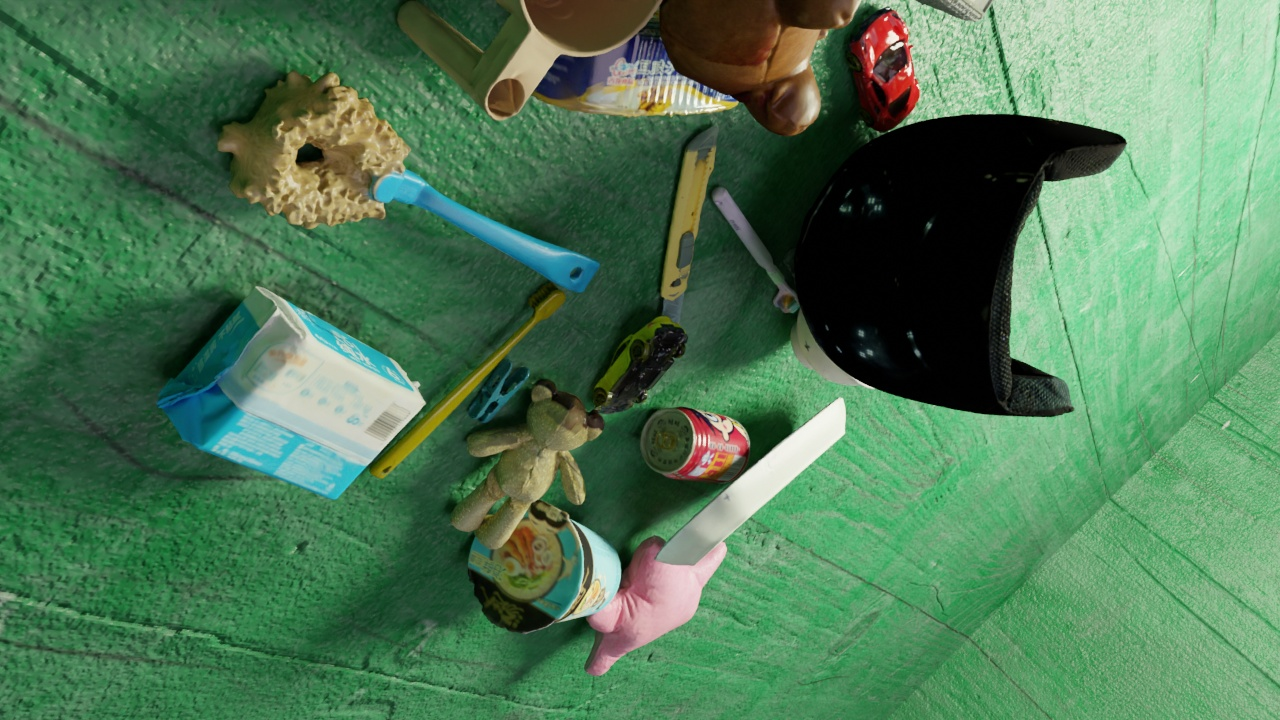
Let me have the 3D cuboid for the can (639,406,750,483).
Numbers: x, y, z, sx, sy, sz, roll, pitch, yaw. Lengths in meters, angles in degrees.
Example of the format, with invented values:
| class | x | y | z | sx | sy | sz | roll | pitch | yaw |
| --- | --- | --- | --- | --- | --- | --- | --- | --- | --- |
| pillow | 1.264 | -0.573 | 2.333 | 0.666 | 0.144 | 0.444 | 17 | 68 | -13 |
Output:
| class | x | y | z | sx | sy | sz | roll | pitch | yaw |
| --- | --- | --- | --- | --- | --- | --- | --- | --- | --- |
| can | 0.051 | 0.079 | 0.853 | 0.093 | 0.066 | 0.067 | 15 | 115 | -51 |

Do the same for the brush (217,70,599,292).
| class | x | y | z | sx | sy | sz | roll | pitch | yaw |
| --- | --- | --- | --- | --- | --- | --- | --- | --- | --- |
| brush | -0.114 | -0.086 | 0.530 | 0.254 | 0.046 | 0.083 | 21 | 107 | -46 |

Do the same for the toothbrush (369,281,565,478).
| class | x | y | z | sx | sy | sz | roll | pitch | yaw |
| --- | --- | --- | --- | --- | --- | --- | --- | --- | --- |
| toothbrush | -0.126 | 0.014 | 0.658 | 0.190 | 0.016 | 0.015 | -44 | 146 | 4 |

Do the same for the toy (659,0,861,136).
| class | x | y | z | sx | sy | sz | roll | pitch | yaw |
| --- | --- | --- | --- | --- | --- | --- | --- | --- | --- |
| toy | 0.081 | -0.230 | 0.476 | 0.130 | 0.199 | 0.140 | 8 | 156 | -3 |

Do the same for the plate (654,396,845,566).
| class | x | y | z | sx | sy | sz | roll | pitch | yaw |
| --- | --- | --- | --- | --- | --- | --- | --- | --- | --- |
| plate | 0.122 | 0.126 | 0.925 | 0.264 | 0.034 | 0.162 | -32 | 165 | -37 |

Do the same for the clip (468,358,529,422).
| class | x | y | z | sx | sy | sz | roll | pitch | yaw |
| --- | --- | --- | --- | --- | --- | --- | --- | --- | --- |
| clip | -0.107 | 0.024 | 0.687 | 0.056 | 0.014 | 0.040 | -50 | 144 | 11 |

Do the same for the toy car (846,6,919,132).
| class | x | y | z | sx | sy | sz | roll | pitch | yaw |
| --- | --- | --- | --- | --- | --- | --- | --- | --- | --- |
| toy car | 0.190 | -0.223 | 0.709 | 0.049 | 0.031 | 0.106 | -42 | 143 | -4 |

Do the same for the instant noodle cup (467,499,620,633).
| class | x | y | z | sx | sy | sz | roll | pitch | yaw |
| --- | --- | --- | --- | --- | --- | --- | --- | --- | --- |
| instant noodle cup | -0.074 | 0.185 | 0.816 | 0.111 | 0.111 | 0.120 | -47 | 152 | 5 |

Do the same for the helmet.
| class | x | y | z | sx | sy | sz | roll | pitch | yaw |
| --- | --- | --- | --- | --- | --- | --- | --- | --- | --- |
| helmet | 0.247 | -0.082 | 0.744 | 0.274 | 0.230 | 0.234 | -39 | 137 | -68 |

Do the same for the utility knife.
| class | x | y | z | sx | sy | sz | roll | pitch | yaw |
| --- | --- | --- | --- | --- | --- | --- | --- | --- | --- |
| utility knife | 0.032 | -0.087 | 0.713 | 0.030 | 0.021 | 0.207 | -15 | 141 | -26 |

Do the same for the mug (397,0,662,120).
| class | x | y | z | sx | sy | sz | roll | pitch | yaw |
| --- | --- | --- | --- | --- | --- | --- | --- | --- | --- |
| mug | -0.058 | -0.188 | 0.436 | 0.125 | 0.103 | 0.084 | -52 | 144 | 11 |

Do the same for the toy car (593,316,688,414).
| class | x | y | z | sx | sy | sz | roll | pitch | yaw |
| --- | --- | --- | --- | --- | --- | --- | --- | --- | --- |
| toy car | -0.004 | 0.004 | 0.753 | 0.048 | 0.032 | 0.105 | -2 | 139 | -44 |

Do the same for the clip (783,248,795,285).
| class | x | y | z | sx | sy | sz | roll | pitch | yaw |
| --- | --- | --- | --- | --- | --- | --- | --- | --- | --- |
| clip | 0.146 | -0.080 | 0.823 | 0.025 | 0.033 | 0.057 | -44 | 148 | 4 |

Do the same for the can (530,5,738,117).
| class | x | y | z | sx | sy | sz | roll | pitch | yaw |
| --- | --- | --- | --- | --- | --- | --- | --- | --- | --- |
| can | 0.002 | -0.178 | 0.533 | 0.147 | 0.074 | 0.049 | -13 | 131 | -36 |

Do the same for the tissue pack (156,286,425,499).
| class | x | y | z | sx | sy | sz | roll | pitch | yaw |
| --- | --- | --- | --- | --- | --- | --- | --- | --- | --- |
| tissue pack | -0.202 | 0.022 | 0.547 | 0.090 | 0.063 | 0.140 | -47 | 146 | 1 |

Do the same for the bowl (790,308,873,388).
| class | x | y | z | sx | sy | sz | roll | pitch | yaw |
| --- | --- | --- | --- | --- | --- | --- | --- | --- | --- |
| bowl | 0.182 | -0.023 | 0.866 | 0.118 | 0.118 | 0.065 | -2 | 166 | -44 |

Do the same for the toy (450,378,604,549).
| class | x | y | z | sx | sy | sz | roll | pitch | yaw |
| --- | --- | --- | --- | --- | --- | --- | --- | --- | --- |
| toy | -0.094 | 0.087 | 0.733 | 0.105 | 0.066 | 0.157 | 34 | 109 | -12 |

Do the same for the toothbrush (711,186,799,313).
| class | x | y | z | sx | sy | sz | roll | pitch | yaw |
| --- | --- | --- | --- | --- | --- | --- | --- | --- | --- |
| toothbrush | 0.097 | -0.089 | 0.767 | 0.189 | 0.029 | 0.021 | 43 | 52 | -53 |

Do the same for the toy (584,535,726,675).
| class | x | y | z | sx | sy | sz | roll | pitch | yaw |
| --- | --- | --- | --- | --- | --- | --- | --- | --- | --- |
| toy | 0.018 | 0.247 | 0.992 | 0.194 | 0.074 | 0.179 | -23 | 137 | -32 |

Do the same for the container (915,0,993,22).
| class | x | y | z | sx | sy | sz | roll | pitch | yaw |
| --- | --- | --- | --- | --- | --- | --- | --- | --- | --- |
| container | 0.173 | -0.274 | 0.565 | 0.090 | 0.114 | 0.090 | 3 | 124 | -47 |
